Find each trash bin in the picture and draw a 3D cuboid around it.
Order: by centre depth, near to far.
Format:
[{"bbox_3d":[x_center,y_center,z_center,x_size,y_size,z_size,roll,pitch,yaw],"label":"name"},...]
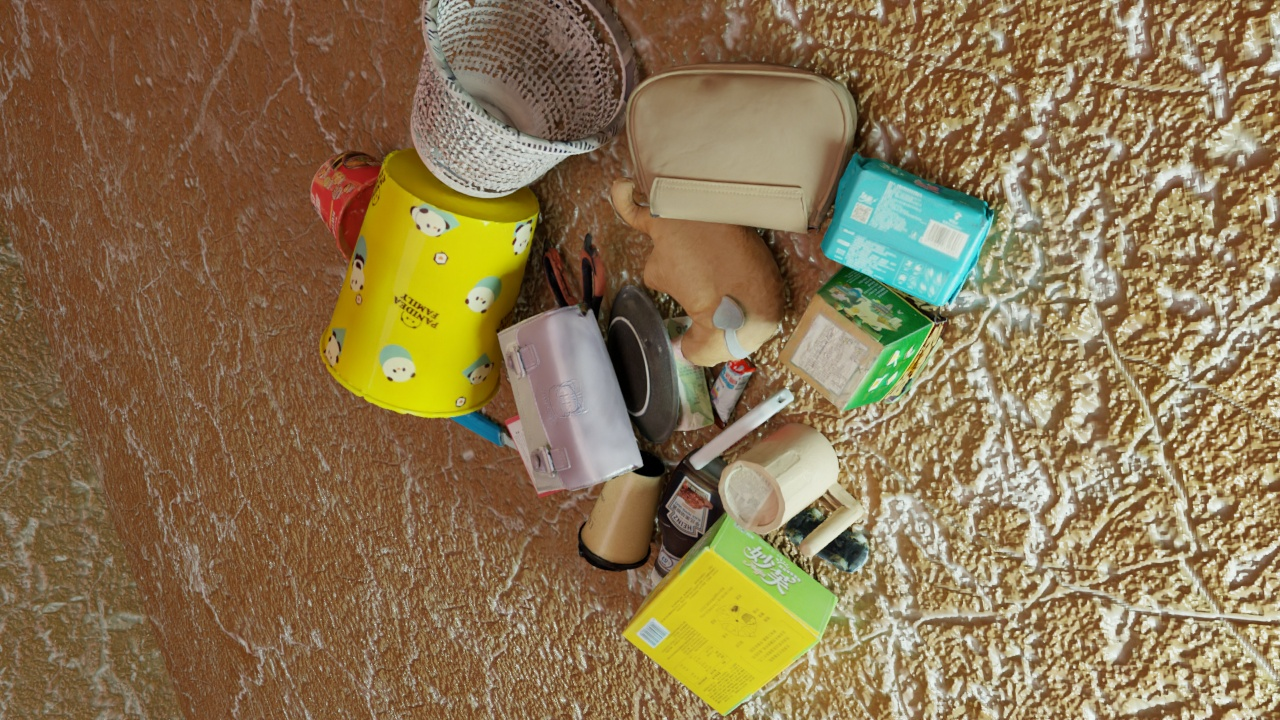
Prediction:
[{"bbox_3d":[-0.144,-0.277,0.964,0.193,0.226,0.227,-31,86,55],"label":"trash bin"},{"bbox_3d":[-0.246,-0.100,1.107,0.229,0.229,0.256,37,122,24],"label":"trash bin"}]

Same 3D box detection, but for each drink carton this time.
[{"bbox_3d":[0.042,0.015,1.004,0.054,0.045,0.122,-12,91,57],"label":"drink carton"}]

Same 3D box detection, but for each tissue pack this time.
[{"bbox_3d":[0.225,-0.112,0.788,0.133,0.050,0.093,26,124,12],"label":"tissue pack"}]

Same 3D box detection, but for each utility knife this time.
[{"bbox_3d":[-0.216,0.095,1.285,0.214,0.018,0.034,26,121,32],"label":"utility knife"}]

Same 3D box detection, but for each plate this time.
[{"bbox_3d":[-0.006,0.006,1.016,0.180,0.024,0.179,169,90,-68],"label":"plate"}]

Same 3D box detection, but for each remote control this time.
[{"bbox_3d":[0.107,0.074,0.977,0.020,0.055,0.136,53,132,8],"label":"remote control"}]

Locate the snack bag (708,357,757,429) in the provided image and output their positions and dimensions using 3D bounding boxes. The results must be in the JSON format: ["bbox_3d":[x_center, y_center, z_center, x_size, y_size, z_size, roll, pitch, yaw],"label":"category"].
[{"bbox_3d":[0.095,0.026,0.987,0.045,0.026,0.106,50,135,30],"label":"snack bag"}]

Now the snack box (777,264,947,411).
[{"bbox_3d":[0.192,-0.019,0.833,0.118,0.105,0.118,41,129,22],"label":"snack box"}]

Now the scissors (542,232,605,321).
[{"bbox_3d":[-0.067,-0.051,1.068,0.189,0.015,0.227,40,137,46],"label":"scissors"}]

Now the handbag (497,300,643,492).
[{"bbox_3d":[-0.084,0.044,1.039,0.145,0.098,0.197,-20,86,55],"label":"handbag"}]

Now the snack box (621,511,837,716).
[{"bbox_3d":[0.096,0.291,1.039,0.157,0.069,0.211,38,129,4],"label":"snack box"}]

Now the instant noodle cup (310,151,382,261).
[{"bbox_3d":[-0.367,-0.206,1.224,0.108,0.137,0.138,40,129,32],"label":"instant noodle cup"}]

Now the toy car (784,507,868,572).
[{"bbox_3d":[0.194,0.190,0.959,0.091,0.042,0.034,25,148,35],"label":"toy car"}]

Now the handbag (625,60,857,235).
[{"bbox_3d":[0.092,-0.198,0.844,0.205,0.099,0.148,10,109,19],"label":"handbag"}]

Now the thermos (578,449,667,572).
[{"bbox_3d":[-0.018,0.182,1.109,0.093,0.092,0.143,31,118,28],"label":"thermos"}]

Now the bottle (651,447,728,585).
[{"bbox_3d":[0.055,0.194,1.077,0.080,0.043,0.195,35,127,22],"label":"bottle"}]

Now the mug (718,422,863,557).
[{"bbox_3d":[0.154,0.133,0.928,0.124,0.103,0.084,45,130,18],"label":"mug"}]

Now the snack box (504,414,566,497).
[{"bbox_3d":[-0.103,0.106,1.176,0.127,0.044,0.113,-24,90,44],"label":"snack box"}]

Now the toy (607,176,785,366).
[{"bbox_3d":[0.058,-0.105,0.931,0.144,0.082,0.226,-34,80,26],"label":"toy"}]
